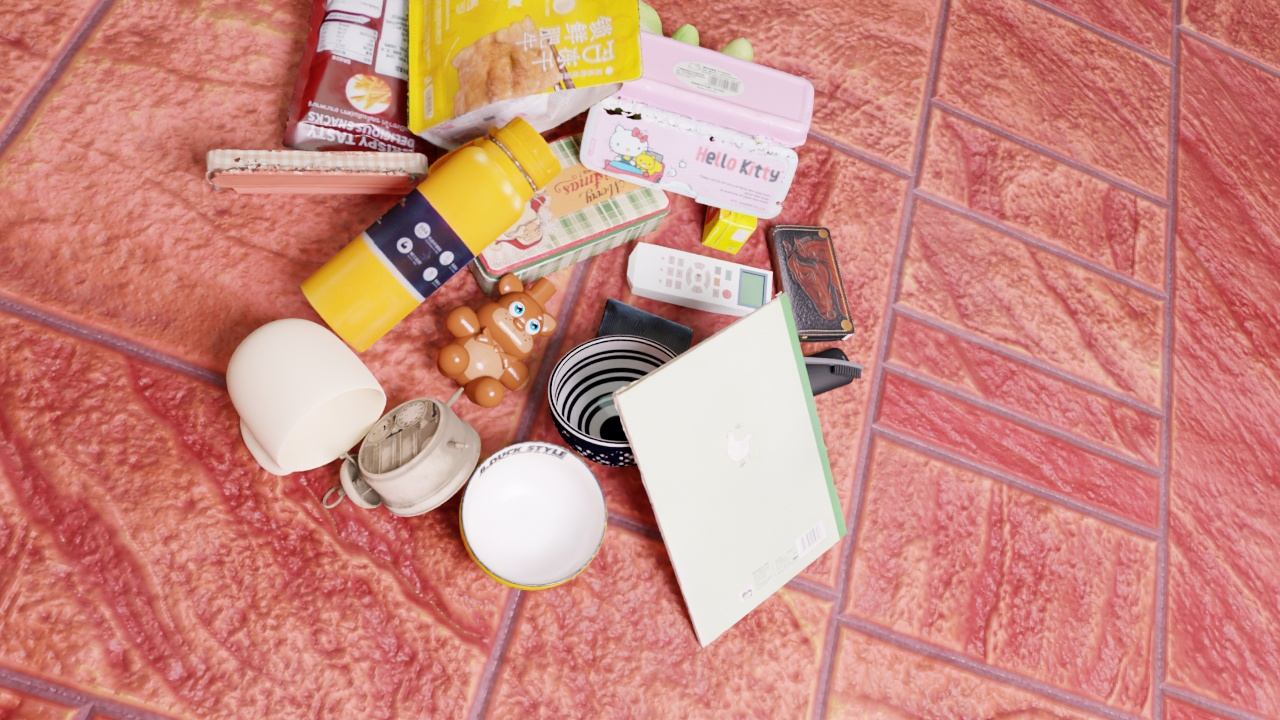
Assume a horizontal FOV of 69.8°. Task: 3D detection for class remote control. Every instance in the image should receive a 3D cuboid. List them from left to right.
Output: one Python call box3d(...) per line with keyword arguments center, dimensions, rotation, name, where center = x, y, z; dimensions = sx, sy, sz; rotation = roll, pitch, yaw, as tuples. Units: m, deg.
box3d(center=(0.056, -0.075, 0.898), dimensions=(0.143, 0.024, 0.049), rotation=(11, 66, -10), name="remote control")
box3d(center=(0.142, 0.022, 0.887), dimensions=(0.151, 0.020, 0.041), rotation=(-17, 73, -24), name="remote control")

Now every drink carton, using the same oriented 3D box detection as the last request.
box3d(center=(0.098, -0.180, 0.934), dimensions=(0.043, 0.059, 0.134), rotation=(15, 67, -10), name="drink carton")

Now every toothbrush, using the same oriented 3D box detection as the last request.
box3d(center=(0.136, -0.004, 0.878), dimensions=(0.167, 0.013, 0.013), rotation=(11, 73, -12), name="toothbrush")

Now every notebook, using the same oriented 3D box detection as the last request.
box3d(center=(0.086, 0.094, 0.767), dimensions=(0.181, 0.010, 0.253), rotation=(-30, 116, -24), name="notebook")

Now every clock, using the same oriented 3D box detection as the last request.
box3d(center=(-0.196, 0.080, 0.731), dimensions=(0.141, 0.054, 0.092), rotation=(-27, 38, 7), name="clock")

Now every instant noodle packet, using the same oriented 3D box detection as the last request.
box3d(center=(-0.100, -0.294, 0.836), dimensions=(0.222, 0.084, 0.162), rotation=(-11, 72, 25), name="instant noodle packet")

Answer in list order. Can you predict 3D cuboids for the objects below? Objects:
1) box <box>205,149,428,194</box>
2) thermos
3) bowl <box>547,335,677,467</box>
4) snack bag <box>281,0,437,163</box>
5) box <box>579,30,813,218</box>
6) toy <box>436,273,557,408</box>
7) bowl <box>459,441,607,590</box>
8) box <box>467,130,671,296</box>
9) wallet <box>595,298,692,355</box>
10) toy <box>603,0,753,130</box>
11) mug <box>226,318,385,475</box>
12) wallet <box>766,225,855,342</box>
box3d(center=(-0.281, -0.164, 0.812), dimensions=(0.186, 0.083, 0.041), rotation=(-2, 80, -19), name="box")
box3d(center=(-0.177, -0.116, 0.776), dimensions=(0.232, 0.076, 0.091), rotation=(-42, 87, -5), name="thermos")
box3d(center=(-0.017, 0.044, 0.777), dimensions=(0.120, 0.066, 0.120), rotation=(0, 48, 0), name="bowl")
box3d(center=(-0.254, -0.286, 0.872), dimensions=(0.138, 0.067, 0.207), rotation=(8, 70, -25), name="snack bag")
box3d(center=(0.054, -0.221, 0.845), dimensions=(0.201, 0.077, 0.146), rotation=(15, 91, -4), name="box")
box3d(center=(-0.118, -0.022, 0.800), dimensions=(0.095, 0.065, 0.127), rotation=(48, 70, -19), name="toy")
box3d(center=(-0.091, 0.131, 0.749), dimensions=(0.117, 0.068, 0.117), rotation=(6, 68, -14), name="bowl")
box3d(center=(-0.082, -0.149, 0.875), dimensions=(0.205, 0.051, 0.117), rotation=(-24, 78, -24), name="box")
box3d(center=(-0.005, 0.005, 0.848), dimensions=(0.089, 0.026, 0.114), rotation=(19, 65, -7), name="wallet")
box3d(center=(0.005, -0.294, 0.932), dimensions=(0.197, 0.107, 0.149), rotation=(20, 64, 2), name="toy")
box3d(center=(-0.278, 0.028, 0.728), dimensions=(0.100, 0.096, 0.120), rotation=(46, 105, 17), name="mug")
box3d(center=(0.172, -0.079, 0.936), dimensions=(0.072, 0.019, 0.123), rotation=(-1, 69, -21), name="wallet")
